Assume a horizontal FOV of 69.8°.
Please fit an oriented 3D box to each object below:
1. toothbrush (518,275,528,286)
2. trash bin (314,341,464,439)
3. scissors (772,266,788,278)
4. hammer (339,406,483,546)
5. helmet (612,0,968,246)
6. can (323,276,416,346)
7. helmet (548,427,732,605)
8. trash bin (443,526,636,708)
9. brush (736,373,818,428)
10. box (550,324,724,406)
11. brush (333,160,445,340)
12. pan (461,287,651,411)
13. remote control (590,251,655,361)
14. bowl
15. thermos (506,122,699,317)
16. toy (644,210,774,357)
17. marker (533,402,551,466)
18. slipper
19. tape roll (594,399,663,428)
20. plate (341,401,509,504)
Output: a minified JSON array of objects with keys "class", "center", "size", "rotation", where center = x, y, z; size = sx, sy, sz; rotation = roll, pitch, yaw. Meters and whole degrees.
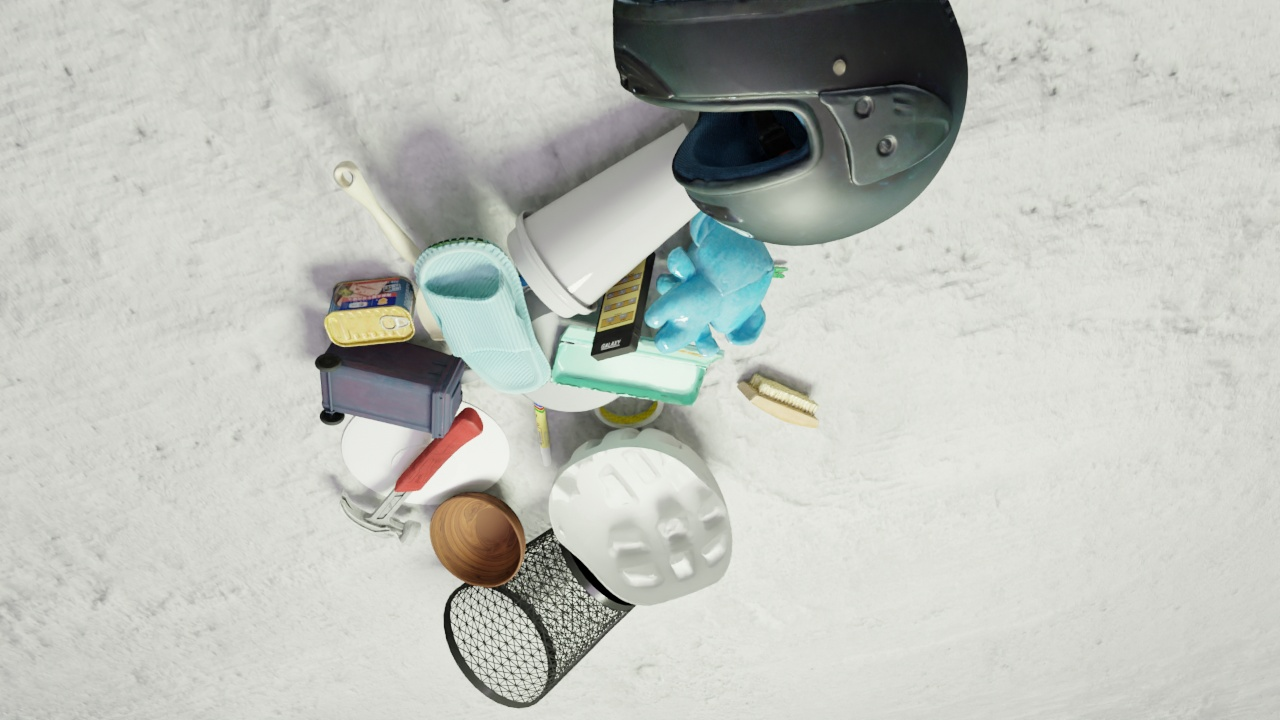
[{"class":"toothbrush","center":[-0.092,-0.108,1.078],"size":[0.190,0.017,0.016],"rotation":[-14,133,8]},{"class":"trash bin","center":[-0.300,0.030,1.112],"size":[0.161,0.092,0.094],"rotation":[13,130,1]},{"class":"scissors","center":[0.117,-0.116,1.097],"size":[0.130,0.014,0.071],"rotation":[-1,133,-4]},{"class":"hammer","center":[-0.302,0.154,1.236],"size":[0.126,0.036,0.317],"rotation":[26,132,-24]},{"class":"helmet","center":[0.135,-0.220,0.822],"size":[0.315,0.249,0.236],"rotation":[-15,119,-20]},{"class":"can","center":[-0.312,-0.057,1.070],"size":[0.100,0.059,0.054],"rotation":[-5,133,-1]},{"class":"helmet","center":[-0.003,0.201,1.260],"size":[0.224,0.183,0.282],"rotation":[-32,135,14]},{"class":"trash bin","center":[-0.137,0.367,1.396],"size":[0.244,0.216,0.217],"rotation":[-42,125,20]},{"class":"brush","center":[0.190,0.054,1.239],"size":[0.117,0.049,0.039],"rotation":[24,103,-24]},{"class":"box","center":[-0.006,-0.002,1.096],"size":[0.187,0.057,0.138],"rotation":[10,143,-12]},{"class":"brush","center":[-0.252,-0.117,0.987],"size":[0.062,0.077,0.272],"rotation":[-10,146,10]},{"class":"pan","center":[-0.160,0.008,1.156],"size":[0.357,0.050,0.201],"rotation":[-15,126,7]},{"class":"remote control","center":[-0.019,-0.063,1.015],"size":[0.058,0.133,0.013],"rotation":[-14,142,35]},{"class":"bowl","center":[-0.227,0.250,1.343],"size":[0.147,0.068,0.147],"rotation":[6,110,16]},{"class":"thermos","center":[-0.022,-0.152,0.978],"size":[0.222,0.131,0.131],"rotation":[-34,128,14]},{"class":"toy","center":[0.068,-0.078,1.030],"size":[0.180,0.115,0.183],"rotation":[-37,124,-23]},{"class":"marker","center":[-0.134,0.099,1.266],"size":[0.014,0.014,0.132],"rotation":[-4,133,-3]},{"class":"slipper","center":[-0.170,-0.029,1.012],"size":[0.116,0.069,0.276],"rotation":[-2,145,12]},{"class":"tape roll","center":[-0.016,0.054,1.234],"size":[0.094,0.019,0.094],"rotation":[-3,133,-3]},{"class":"plate","center":[-0.298,0.138,1.274],"size":[0.229,0.030,0.230],"rotation":[-3,133,-3]}]
